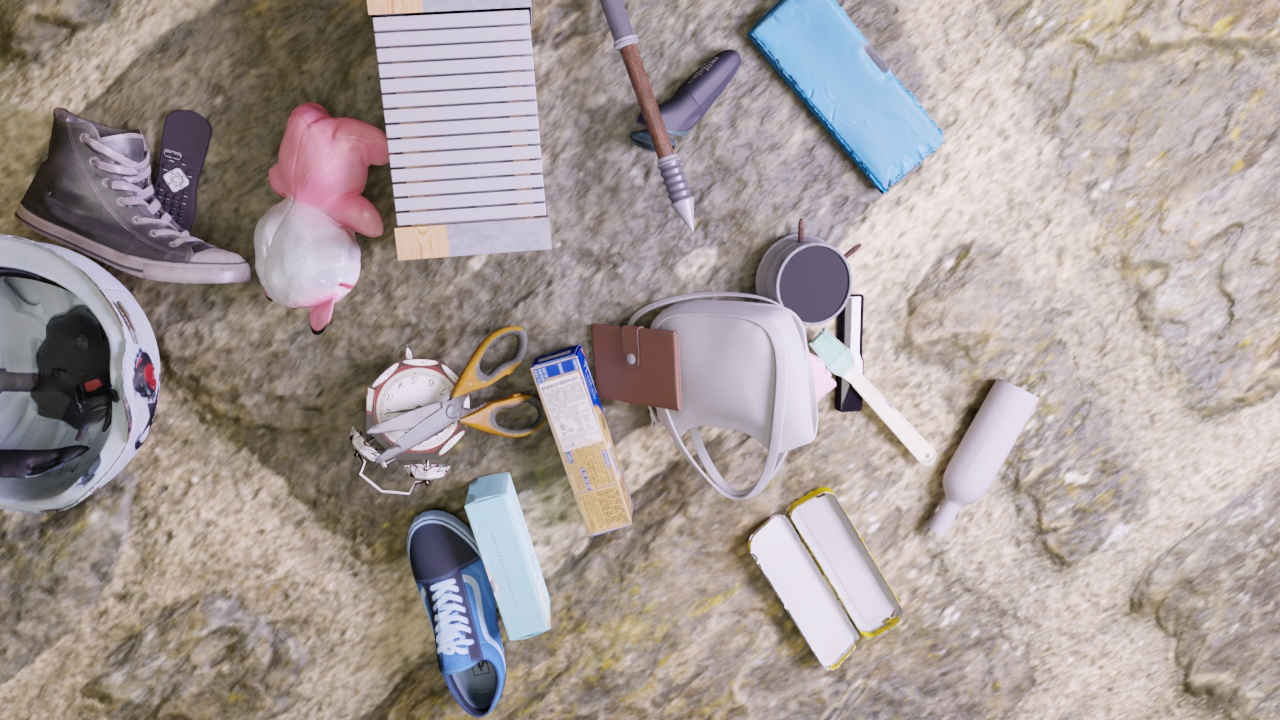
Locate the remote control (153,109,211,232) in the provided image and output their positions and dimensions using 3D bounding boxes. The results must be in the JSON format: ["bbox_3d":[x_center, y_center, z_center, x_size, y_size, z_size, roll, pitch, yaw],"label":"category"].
[{"bbox_3d":[-0.473,-0.195,0.941,0.046,0.009,0.124,15,100,-9],"label":"remote control"}]

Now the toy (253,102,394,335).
[{"bbox_3d":[-0.327,-0.143,0.917,0.142,0.084,0.213,26,105,25],"label":"toy"}]

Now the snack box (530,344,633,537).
[{"bbox_3d":[-0.063,0.088,1.021,0.056,0.057,0.207,-16,102,7],"label":"snack box"}]

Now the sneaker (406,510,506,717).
[{"bbox_3d":[-0.201,0.289,1.031,0.083,0.098,0.241,-15,103,-3],"label":"sneaker"}]

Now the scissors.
[{"bbox_3d":[-0.181,0.058,0.963,0.224,0.016,0.162,-42,118,-37],"label":"scissors"}]

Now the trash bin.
[{"bbox_3d":[-0.170,-0.233,0.898,0.142,0.142,0.247,-5,103,-5],"label":"trash bin"}]

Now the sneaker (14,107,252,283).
[{"bbox_3d":[-0.483,-0.153,0.896,0.235,0.095,0.120,25,103,7],"label":"sneaker"}]

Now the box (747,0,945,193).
[{"bbox_3d":[0.222,-0.292,0.978,0.093,0.048,0.231,-42,103,4],"label":"box"}]

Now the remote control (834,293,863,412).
[{"bbox_3d":[0.243,-0.008,1.058,0.032,0.015,0.136,-2,102,-6],"label":"remote control"}]

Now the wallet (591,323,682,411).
[{"bbox_3d":[-0.006,0.006,0.993,0.013,0.121,0.087,-17,108,-47],"label":"wallet"}]

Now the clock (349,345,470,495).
[{"bbox_3d":[-0.248,0.070,0.993,0.114,0.065,0.154,25,83,-11],"label":"clock"}]

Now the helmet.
[{"bbox_3d":[-0.578,0.004,0.892,0.236,0.163,0.264,10,103,-5],"label":"helmet"}]

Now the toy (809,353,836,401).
[{"bbox_3d":[0.173,0.026,1.036,0.093,0.050,0.103,21,138,-31],"label":"toy"}]

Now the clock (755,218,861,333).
[{"bbox_3d":[0.177,-0.074,1.016,0.104,0.056,0.148,19,95,-19],"label":"clock"}]

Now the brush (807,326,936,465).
[{"bbox_3d":[0.272,0.046,1.059,0.033,0.012,0.217,-44,105,3],"label":"brush"}]

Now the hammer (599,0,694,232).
[{"bbox_3d":[-0.002,-0.284,0.926,0.156,0.043,0.322,-20,92,-2],"label":"hammer"}]

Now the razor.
[{"bbox_3d":[0.050,-0.274,0.967,0.143,0.047,0.052,-46,127,2],"label":"razor"}]

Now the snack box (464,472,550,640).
[{"bbox_3d":[-0.148,0.220,1.034,0.053,0.075,0.175,-15,104,-2],"label":"snack box"}]

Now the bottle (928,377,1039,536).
[{"bbox_3d":[0.398,0.118,1.084,0.052,0.052,0.195,25,98,-11],"label":"bottle"}]

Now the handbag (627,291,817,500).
[{"bbox_3d":[0.090,0.045,1.004,0.216,0.095,0.223,7,111,33],"label":"handbag"}]

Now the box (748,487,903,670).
[{"bbox_3d":[0.224,0.263,1.106,0.129,0.039,0.209,-34,105,-7],"label":"box"}]
